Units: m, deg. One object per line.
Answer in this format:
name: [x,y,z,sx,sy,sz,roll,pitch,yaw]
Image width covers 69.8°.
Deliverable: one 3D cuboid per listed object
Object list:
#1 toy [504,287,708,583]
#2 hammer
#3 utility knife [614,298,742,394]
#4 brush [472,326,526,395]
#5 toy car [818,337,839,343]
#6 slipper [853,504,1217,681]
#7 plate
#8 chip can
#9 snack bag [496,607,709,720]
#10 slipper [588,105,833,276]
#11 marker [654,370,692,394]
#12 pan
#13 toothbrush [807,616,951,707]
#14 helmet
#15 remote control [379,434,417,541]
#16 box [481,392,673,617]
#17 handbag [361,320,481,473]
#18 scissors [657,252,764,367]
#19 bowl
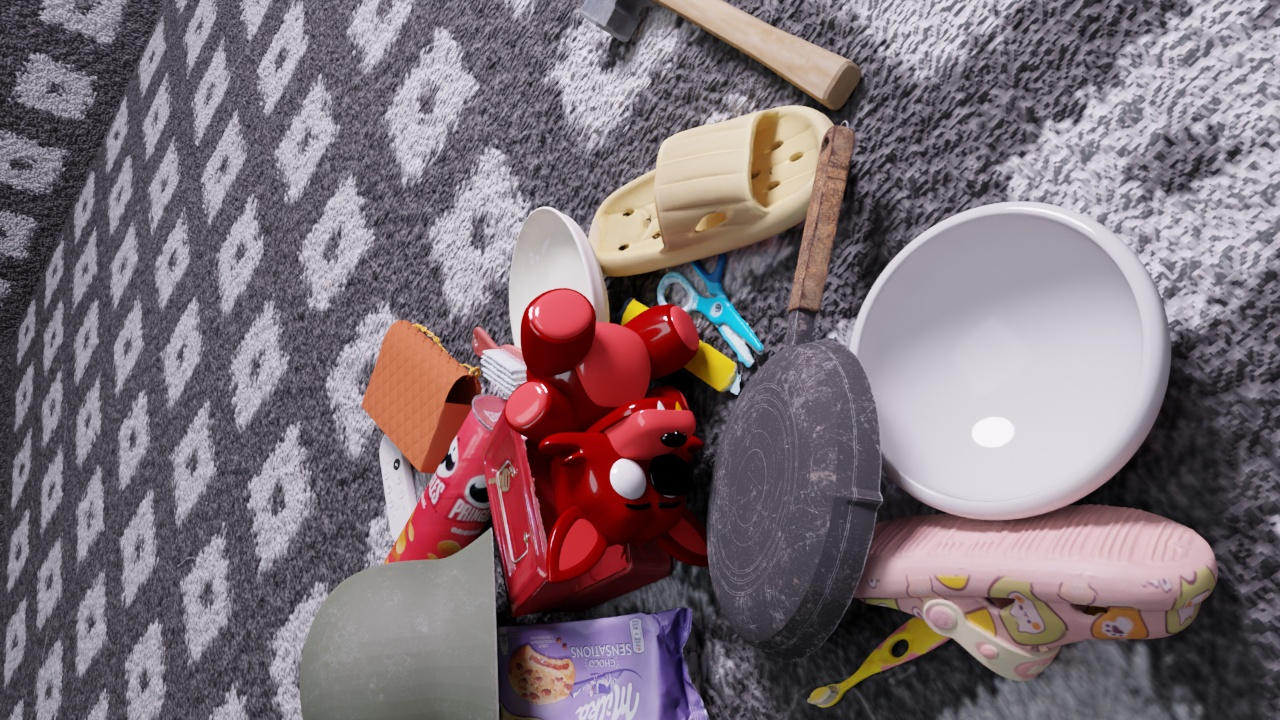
toy: [-0.016,0.054,0.664,0.121,0.158,0.197,-31,64,42]
hammer: [0.063,-0.290,0.773,0.323,0.051,0.117,47,113,40]
utility knife: [0.029,-0.012,0.751,0.155,0.017,0.030,37,110,46]
brush: [-0.142,-0.001,0.892,0.172,0.030,0.041,27,119,57]
toy car: [0.129,0.034,0.622,0.048,0.032,0.105,-33,44,37]
slipper: [0.200,0.126,0.494,0.198,0.093,0.081,-8,98,42]
plate: [-0.069,-0.045,0.818,0.182,0.034,0.182,20,113,59]
chip can: [-0.181,0.146,0.885,0.233,0.073,0.073,-57,46,19]
snack bag: [-0.031,0.246,0.713,0.206,0.058,0.096,-17,70,40]
slipper: [0.035,-0.139,0.730,0.262,0.079,0.111,-16,56,44]
marker: [-0.005,0.005,0.783,0.139,0.016,0.022,20,116,48]
pan: [0.098,0.008,0.594,0.208,0.040,0.356,155,125,-73]
toothbrush: [0.154,0.182,0.566,0.136,0.016,0.021,-45,46,28]
helmet: [-0.198,0.260,0.758,0.268,0.153,0.226,109,157,-63]
remote control: [-0.269,0.139,1.021,0.043,0.013,0.136,-40,53,32]
box: [-0.056,0.119,0.757,0.137,0.122,0.157,-47,51,51]
handbag: [-0.224,0.034,0.968,0.172,0.060,0.109,31,107,49]
scissors: [0.064,-0.048,0.728,0.083,0.015,0.140,-56,43,16]
bowl: [0.209,0.003,0.521,0.177,0.066,0.176,-15,68,43]
